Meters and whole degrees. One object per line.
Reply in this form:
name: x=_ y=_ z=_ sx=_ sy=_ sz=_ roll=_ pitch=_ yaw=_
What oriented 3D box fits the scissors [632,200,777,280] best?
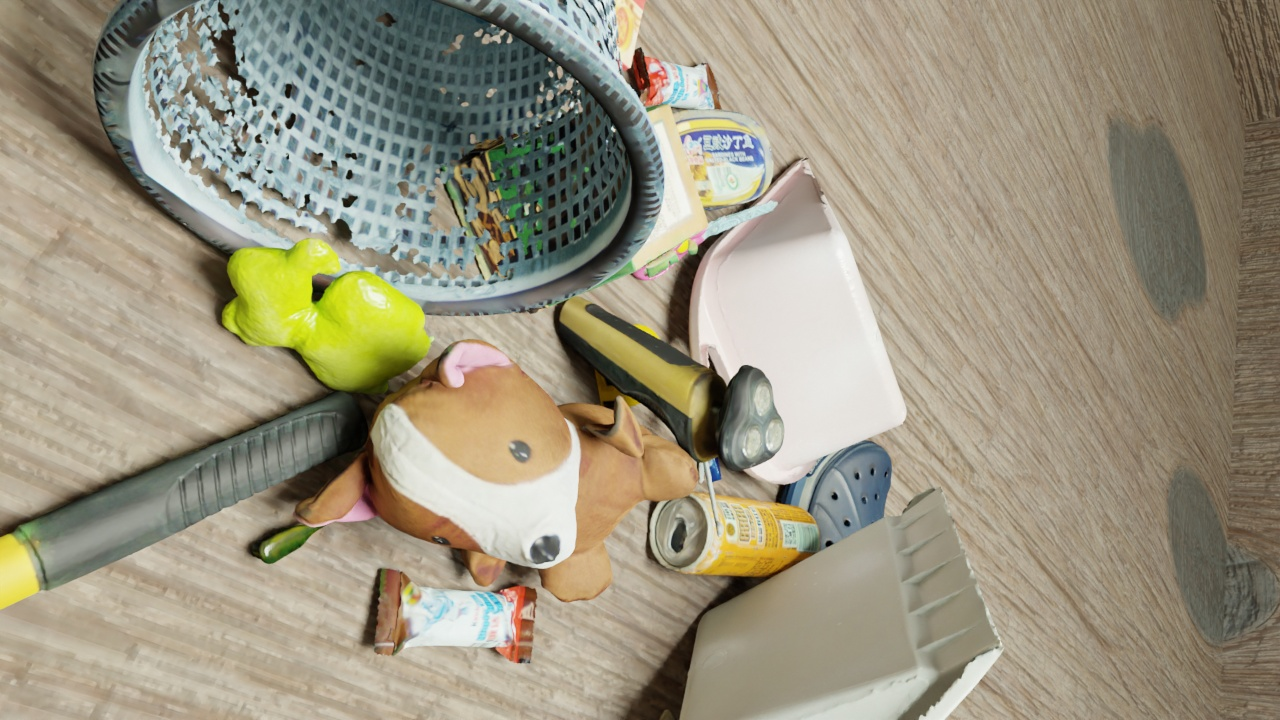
scissors: x=0.050 y=-0.095 z=0.670 sx=0.133 sy=0.017 sz=0.054 roll=-24 pitch=146 yaw=-27

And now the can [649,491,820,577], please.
can: x=0.074 y=0.132 z=0.685 sx=0.145 sy=0.058 sz=0.058 roll=16 pitch=75 yaw=-46

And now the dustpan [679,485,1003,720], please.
dustpan: x=0.125 y=0.235 z=0.610 sx=0.142 sy=0.258 sz=0.222 roll=60 pitch=16 yaw=-8

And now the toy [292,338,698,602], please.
toy: x=-0.064 y=0.064 z=0.481 sx=0.140 sy=0.130 sz=0.199 roll=-50 pitch=138 yaw=6

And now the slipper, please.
slipper: x=0.168 y=0.181 z=0.763 sx=0.105 sy=0.095 sz=0.252 roll=32 pitch=67 yaw=-45

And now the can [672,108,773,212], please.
can: x=0.038 y=-0.144 z=0.675 sx=0.147 sy=0.049 sz=0.074 roll=-15 pitch=98 yaw=-47

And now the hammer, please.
hammer: x=-0.240 y=0.078 z=0.361 sx=0.299 sy=0.033 sz=0.129 roll=-28 pitch=108 yaw=-46

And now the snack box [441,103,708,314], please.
snack box: x=-0.030 y=-0.100 z=0.553 sx=0.118 sy=0.106 sz=0.117 roll=-37 pitch=113 yaw=-44

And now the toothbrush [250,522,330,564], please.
toothbrush: x=-0.128 y=0.059 z=0.501 sx=0.185 sy=0.017 sz=0.012 roll=-32 pitch=108 yaw=-47

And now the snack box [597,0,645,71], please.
snack box: x=-0.025 y=-0.282 z=0.634 sx=0.075 sy=0.026 sz=0.152 roll=28 pitch=67 yaw=-43

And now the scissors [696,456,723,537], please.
scissors: x=0.040 y=0.055 z=0.625 sx=0.166 sy=0.012 sz=0.155 roll=56 pitch=17 yaw=-70

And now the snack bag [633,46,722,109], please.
snack bag: x=0.028 y=-0.205 z=0.685 sx=0.105 sy=0.026 sz=0.045 roll=-13 pitch=86 yaw=-50

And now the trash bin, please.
trash bin: x=-0.098 y=-0.158 z=0.425 sx=0.226 sy=0.227 sz=0.194 roll=31 pitch=51 yaw=-42

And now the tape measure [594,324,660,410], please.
tape measure: x=-0.004 y=0.004 z=0.632 sx=0.059 sy=0.029 sz=0.057 roll=-18 pitch=99 yaw=-48

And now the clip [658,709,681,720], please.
clip: x=0.018 y=0.283 z=0.607 sx=0.102 sy=0.094 sz=0.035 roll=-39 pitch=115 yaw=-30

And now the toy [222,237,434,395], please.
toy: x=-0.148 y=-0.019 z=0.444 sx=0.100 sy=0.097 sz=0.031 roll=8 pitch=45 yaw=-22

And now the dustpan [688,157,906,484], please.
dustpan: x=0.121 y=-0.030 z=0.766 sx=0.273 sy=0.139 sz=0.222 roll=-73 pitch=140 yaw=-71

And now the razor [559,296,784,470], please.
razor: x=0.014 y=0.007 z=0.565 sx=0.062 sy=0.167 sz=0.068 roll=-10 pitch=127 yaw=-53

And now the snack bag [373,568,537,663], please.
snack bag: x=-0.101 y=0.145 z=0.514 sx=0.104 sy=0.026 sz=0.048 roll=26 pitch=56 yaw=-45
